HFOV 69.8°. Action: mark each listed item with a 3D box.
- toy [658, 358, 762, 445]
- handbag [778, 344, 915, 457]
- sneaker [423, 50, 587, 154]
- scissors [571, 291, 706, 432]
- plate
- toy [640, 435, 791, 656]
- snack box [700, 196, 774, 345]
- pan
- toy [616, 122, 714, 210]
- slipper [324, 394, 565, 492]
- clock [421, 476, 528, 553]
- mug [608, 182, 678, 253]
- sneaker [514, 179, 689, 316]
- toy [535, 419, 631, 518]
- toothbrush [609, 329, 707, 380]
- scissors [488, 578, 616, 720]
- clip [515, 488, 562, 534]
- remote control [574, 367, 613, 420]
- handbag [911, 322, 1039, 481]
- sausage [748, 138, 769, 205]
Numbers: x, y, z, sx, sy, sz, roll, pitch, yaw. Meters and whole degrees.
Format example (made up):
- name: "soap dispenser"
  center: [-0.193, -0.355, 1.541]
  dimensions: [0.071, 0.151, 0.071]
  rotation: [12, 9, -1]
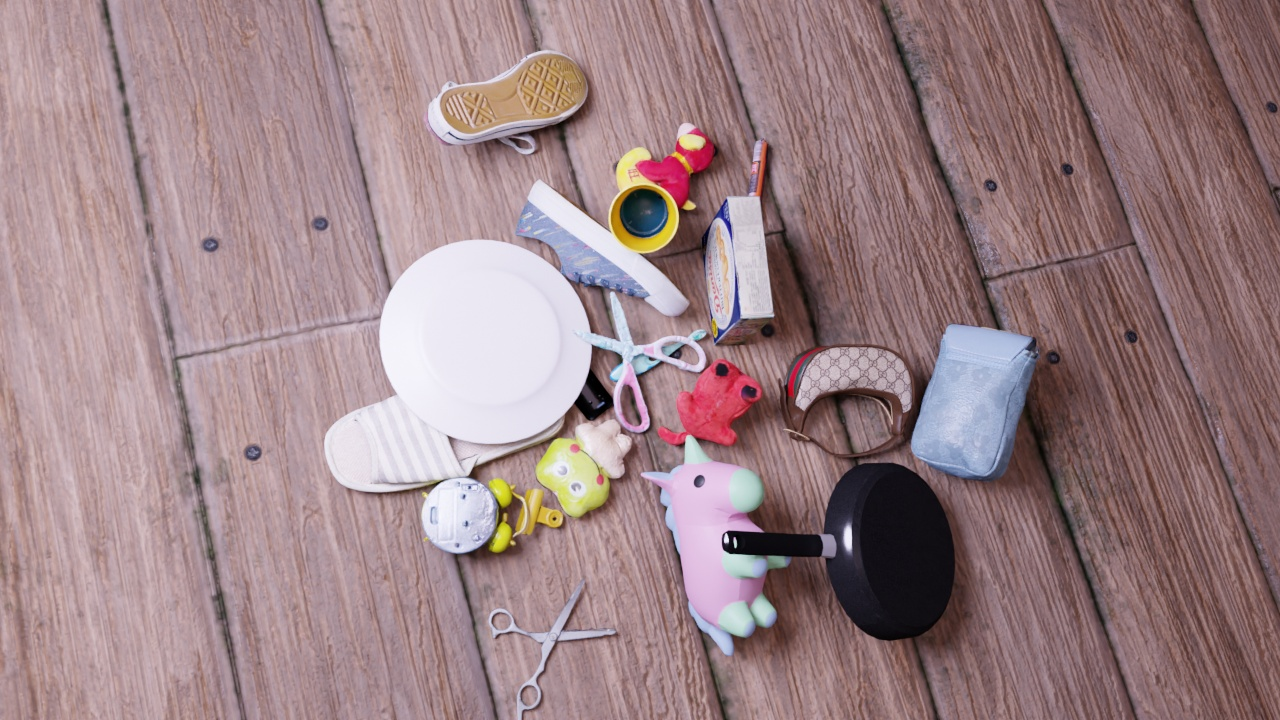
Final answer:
- name: "toy"
  center: [0.084, 0.057, 1.100]
  dimensions: [0.133, 0.094, 0.088]
  rotation: [-42, 96, 12]
- name: "handbag"
  center: [0.251, 0.050, 1.128]
  dimensions: [0.166, 0.063, 0.138]
  rotation: [1, 87, -11]
- name: "sneaker"
  center: [-0.167, -0.307, 1.118]
  dimensions: [0.240, 0.088, 0.118]
  rotation: [-31, 96, -39]
- name: "scissors"
  center: [0.006, -0.005, 1.098]
  dimensions: [0.168, 0.014, 0.170]
  rotation: [-17, 94, -17]
- name: "plate"
  center: [-0.171, -0.026, 1.044]
  dimensions: [0.242, 0.016, 0.242]
  rotation: [5, 74, -18]
- name: "toy"
  center: [0.082, 0.210, 1.036]
  dimensions: [0.119, 0.171, 0.222]
  rotation: [-6, 111, -45]
- name: "snack box"
  center: [0.113, -0.102, 1.089]
  dimensions: [0.042, 0.145, 0.144]
  rotation: [-4, 78, -10]
- name: "pan"
  center: [0.233, 0.206, 1.014]
  dimensions: [0.355, 0.044, 0.204]
  rotation: [11, 71, -37]
- name: "toy"
  center: [0.036, -0.233, 1.152]
  dimensions: [0.137, 0.067, 0.105]
  rotation: [-37, 93, -7]
- name: "slipper"
  center: [-0.217, 0.078, 1.041]
  dimensions: [0.272, 0.054, 0.114]
  rotation: [-13, 85, -13]
- name: "clock"
  center: [-0.184, 0.173, 1.017]
  dimensions: [0.119, 0.057, 0.083]
  rotation: [-1, 76, -5]
- name: "mug"
  center: [0.004, -0.171, 1.075]
  dimensions: [0.078, 0.121, 0.078]
  rotation: [0, 103, 0]
- name: "sneaker"
  center: [-0.050, -0.118, 1.102]
  dimensions: [0.235, 0.087, 0.079]
  rotation: [37, 98, -3]
- name: "toy"
  center: [-0.060, 0.119, 1.062]
  dimensions: [0.117, 0.043, 0.092]
  rotation: [-40, 86, -18]
- name: "toothbrush"
  center: [0.023, -0.007, 1.119]
  dimensions: [0.135, 0.017, 0.022]
  rotation: [-26, 94, -15]
- name: "scissors"
  center: [-0.106, 0.323, 1.023]
  dimensions: [0.141, 0.014, 0.174]
  rotation: [17, 76, -3]
- name: "clip"
  center: [-0.114, 0.176, 1.047]
  dimensions: [0.048, 0.045, 0.054]
  rotation: [11, 73, 18]
- name: "remote control"
  center: [-0.089, 0.001, 1.089]
  dimensions: [0.041, 0.020, 0.152]
  rotation: [-37, 93, -16]
- name: "handbag"
  center: [0.416, 0.052, 1.131]
  dimensions: [0.122, 0.118, 0.192]
  rotation: [11, 83, 33]
- name: "sausage"
  center: [0.150, -0.220, 1.189]
  dimensions: [0.020, 0.020, 0.155]
  rotation: [12, 76, -7]
